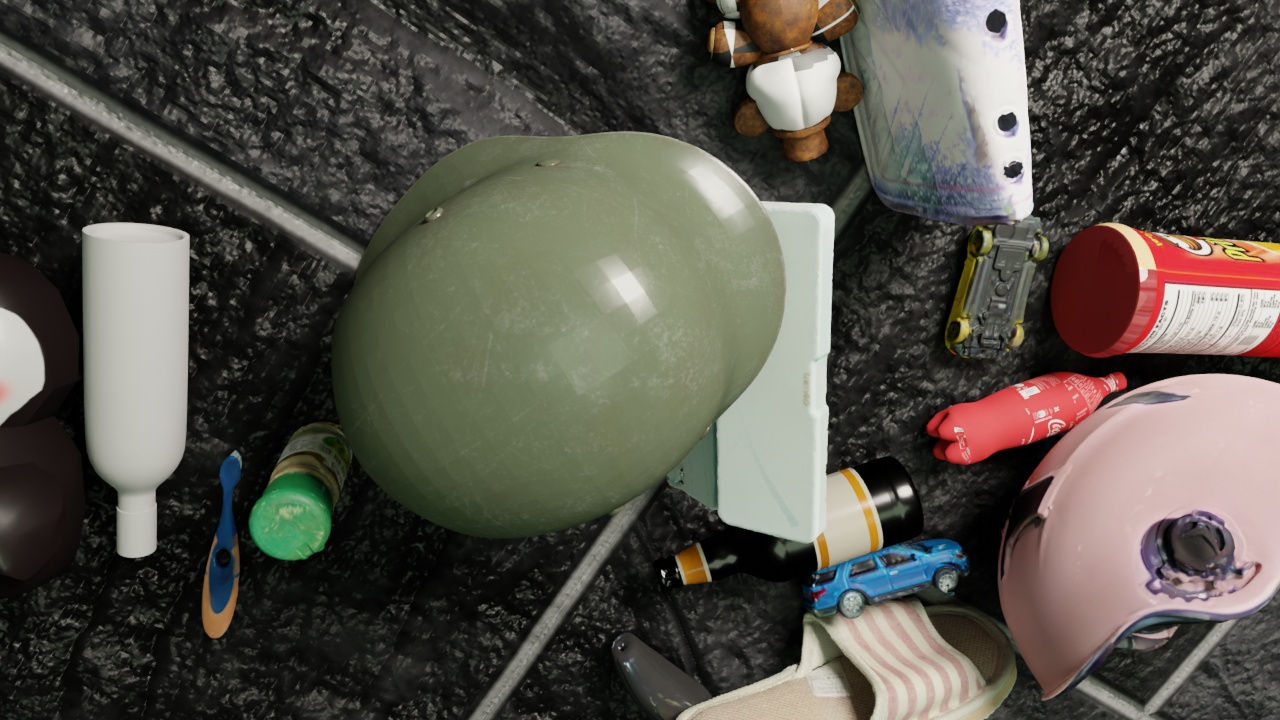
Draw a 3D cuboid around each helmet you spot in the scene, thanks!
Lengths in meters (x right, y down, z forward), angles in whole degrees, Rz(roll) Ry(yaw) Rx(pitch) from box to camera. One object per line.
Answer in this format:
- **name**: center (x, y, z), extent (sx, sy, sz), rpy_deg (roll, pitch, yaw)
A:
- **helmet**: center (0.336, 0.107, 0.600), extent (0.256, 0.152, 0.230), rpy_deg (-40, 155, 10)
- **helmet**: center (-0.053, -0.003, 0.473), extent (0.268, 0.153, 0.227), rpy_deg (-27, 103, 14)

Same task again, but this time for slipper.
- **slipper**: center (0.143, 0.222, 0.635), extent (0.262, 0.115, 0.052), rpy_deg (-15, 116, -20)

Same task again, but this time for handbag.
- **handbag**: center (0.172, -0.161, 0.512), extent (0.069, 0.126, 0.159), rpy_deg (-18, 109, -7)

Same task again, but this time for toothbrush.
- **toothbrush**: center (-0.267, 0.119, 0.588), extent (0.021, 0.017, 0.135), rpy_deg (10, 109, -10)

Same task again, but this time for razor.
- **razor**: center (0.019, 0.256, 0.665), extent (0.063, 0.053, 0.140), rpy_deg (-38, 109, -1)

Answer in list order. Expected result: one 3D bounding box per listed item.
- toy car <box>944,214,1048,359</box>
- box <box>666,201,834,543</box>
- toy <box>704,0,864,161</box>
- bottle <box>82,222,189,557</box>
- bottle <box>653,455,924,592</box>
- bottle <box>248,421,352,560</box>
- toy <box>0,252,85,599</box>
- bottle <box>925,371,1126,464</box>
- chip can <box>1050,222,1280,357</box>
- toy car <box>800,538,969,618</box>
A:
- **toy car**: center (0.236, -0.050, 0.612), extent (0.049, 0.030, 0.107), rpy_deg (6, 109, -11)
- **box**: center (0.053, 0.003, 0.545), extent (0.044, 0.136, 0.197), rpy_deg (-18, 114, -42)
- **toy**: center (0.085, -0.174, 0.530), extent (0.087, 0.067, 0.113), rpy_deg (-13, 127, 9)
- **bottle**: center (-0.290, 0.022, 0.529), extent (0.052, 0.052, 0.195), rpy_deg (6, 107, -12)
- **bottle**: center (0.098, 0.120, 0.629), extent (0.181, 0.059, 0.059), rpy_deg (-18, 110, -4)
- **bottle**: center (-0.193, 0.072, 0.532), extent (0.043, 0.111, 0.043), rpy_deg (-3, 108, -9)
- **toy**: center (-0.359, 0.030, 0.497), extent (0.159, 0.140, 0.184), rpy_deg (15, 97, 19)
- **bottle**: center (0.272, 0.036, 0.641), extent (0.141, 0.042, 0.042), rpy_deg (-18, 111, -4)
- **chip can**: center (0.395, -0.042, 0.615), extent (0.213, 0.087, 0.087), rpy_deg (2, 108, -12)
- **toy car**: center (0.173, 0.151, 0.655), extent (0.120, 0.056, 0.043), rpy_deg (-14, 88, 0)
